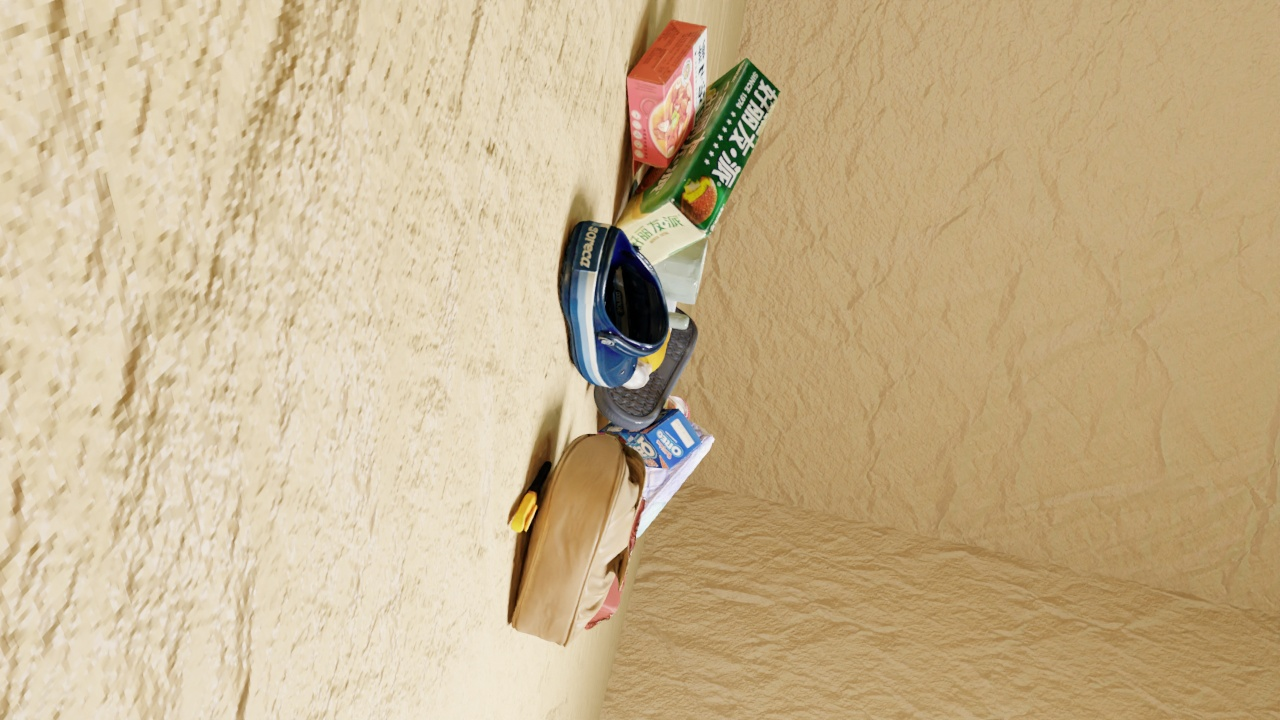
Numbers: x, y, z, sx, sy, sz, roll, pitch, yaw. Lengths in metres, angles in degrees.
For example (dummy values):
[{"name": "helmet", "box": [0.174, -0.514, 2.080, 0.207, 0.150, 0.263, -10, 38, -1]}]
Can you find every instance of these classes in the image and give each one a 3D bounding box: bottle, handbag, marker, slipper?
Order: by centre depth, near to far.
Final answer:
[{"name": "marker", "box": [-0.096, 0.120, 0.828, 0.123, 0.015, 0.018, -71, 178, -71]}, {"name": "slipper", "box": [-0.017, -0.052, 0.868, 0.253, 0.095, 0.105, 80, 25, -68]}, {"name": "handbag", "box": [-0.056, 0.172, 0.890, 0.147, 0.100, 0.205, -68, 177, -64]}, {"name": "bottle", "box": [0.003, -0.040, 1.112, 0.189, 0.068, 0.068, -77, 176, -49]}, {"name": "slipper", "box": [-0.007, 0.007, 1.178, 0.084, 0.110, 0.267, -51, -172, 37]}, {"name": "handbag", "box": [0.022, 0.164, 1.319, 0.194, 0.075, 0.134, -50, 168, -5]}]

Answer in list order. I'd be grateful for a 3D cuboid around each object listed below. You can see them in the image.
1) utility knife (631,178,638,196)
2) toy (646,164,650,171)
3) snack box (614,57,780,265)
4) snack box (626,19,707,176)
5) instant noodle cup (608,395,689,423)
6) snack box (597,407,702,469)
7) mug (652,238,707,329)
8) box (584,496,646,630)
[{"name": "utility knife", "box": [-0.005, -0.185, 1.147, 0.152, 0.018, 0.031, 102, -4, -78]}, {"name": "toy", "box": [0.038, -0.195, 1.214, 0.178, 0.074, 0.195, -112, -168, -55]}, {"name": "snack box", "box": [0.065, -0.222, 1.029, 0.115, 0.063, 0.239, -21, -145, 53]}, {"name": "snack box", "box": [0.031, -0.270, 0.963, 0.127, 0.044, 0.113, 86, 28, -52]}, {"name": "instant noodle cup", "box": [0.006, 0.092, 1.426, 0.124, 0.117, 0.116, 58, 42, -64]}, {"name": "snack box", "box": [0.008, 0.099, 1.182, 0.057, 0.058, 0.208, -36, -172, -18]}, {"name": "mug", "box": [0.017, -0.096, 1.074, 0.084, 0.103, 0.123, 92, 10, -64]}, {"name": "box", "box": [-0.048, 0.240, 1.127, 0.092, 0.079, 0.167, -44, -158, 50]}]
